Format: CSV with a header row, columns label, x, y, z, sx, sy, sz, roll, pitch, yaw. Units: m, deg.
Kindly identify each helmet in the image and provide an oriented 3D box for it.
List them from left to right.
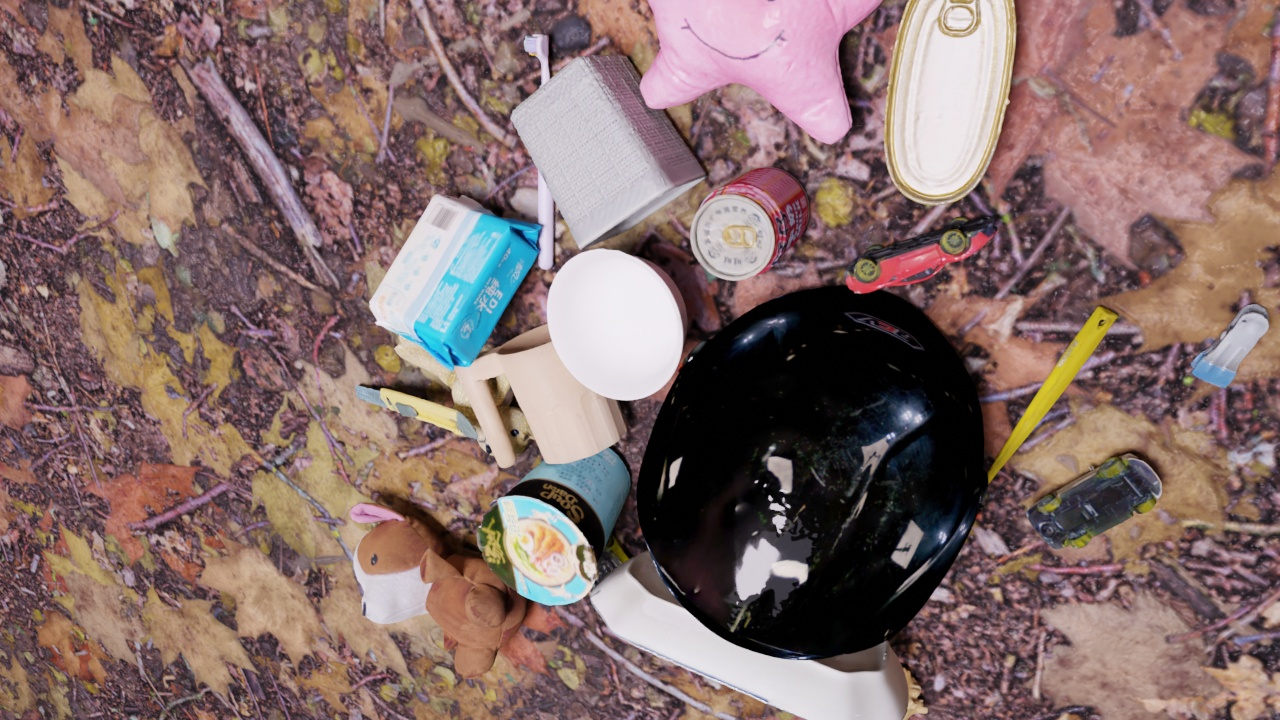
label,x,y,z,sx,sy,sz,roll,pitch,yaw
helmet,0.119,0.078,0.647,0.233,0.230,0.275,26,99,11

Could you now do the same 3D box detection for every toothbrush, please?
label,x,y,z,sx,sy,sz,roll,pitch,yaw
toothbrush,-0.080,-0.164,0.745,0.021,0.029,0.189,-6,114,-14
toothbrush,0.284,0.044,0.667,0.016,0.016,0.190,29,120,10

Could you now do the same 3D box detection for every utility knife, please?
label,x,y,z,sx,sy,sz,roll,pitch,yaw
utility knife,-0.215,0.043,0.858,0.207,0.021,0.031,15,129,48

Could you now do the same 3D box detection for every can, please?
label,x,y,z,sx,sy,sz,roll,pitch,yaw
can,0.079,-0.098,0.656,0.066,0.093,0.067,9,114,21
can,0.201,-0.178,0.594,0.075,0.049,0.148,10,114,20

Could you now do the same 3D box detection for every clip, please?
label,x,y,z,sx,sy,sz,roll,pitch,yaw
clip,0.387,-0.010,0.600,0.025,0.033,0.057,28,126,14

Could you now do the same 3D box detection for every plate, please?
label,x,y,z,sx,sy,sz,roll,pitch,yaw
plate,0.091,0.214,0.748,0.266,0.161,0.034,18,102,18

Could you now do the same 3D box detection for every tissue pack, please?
label,x,y,z,sx,sy,sz,roll,pitch,yaw
tissue pack,-0.151,-0.067,0.759,0.090,0.063,0.140,24,80,26

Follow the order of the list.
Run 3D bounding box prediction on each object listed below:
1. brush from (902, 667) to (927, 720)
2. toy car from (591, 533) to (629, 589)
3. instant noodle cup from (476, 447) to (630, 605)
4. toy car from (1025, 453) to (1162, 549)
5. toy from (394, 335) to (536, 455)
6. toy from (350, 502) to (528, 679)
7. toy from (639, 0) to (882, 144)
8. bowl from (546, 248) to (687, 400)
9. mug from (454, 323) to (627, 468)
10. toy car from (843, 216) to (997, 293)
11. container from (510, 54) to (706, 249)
label,x,y,z,sx,sy,sz,roll,pitch,yaw
brush,0.125,0.262,0.808,0.255,0.045,0.083,23,122,8
toy car,-0.023,0.201,0.864,0.048,0.032,0.105,-44,78,32
instant noodle cup,-0.064,0.131,0.798,0.111,0.120,0.111,11,121,19
toy car,0.326,0.099,0.661,0.042,0.035,0.091,48,121,-2
toy,-0.157,0.027,0.831,0.157,0.066,0.105,46,127,-7
toy,-0.214,0.227,0.915,0.199,0.130,0.140,31,126,21
toy,0.069,-0.247,0.611,0.195,0.074,0.179,19,117,18
bowl,-0.007,-0.035,0.713,0.118,0.064,0.118,11,112,27
mug,-0.084,0.031,0.782,0.125,0.084,0.103,-18,105,9
toy car,0.196,-0.073,0.640,0.106,0.049,0.031,-19,102,29
container,-0.026,-0.159,0.684,0.090,0.090,0.114,-29,93,30
